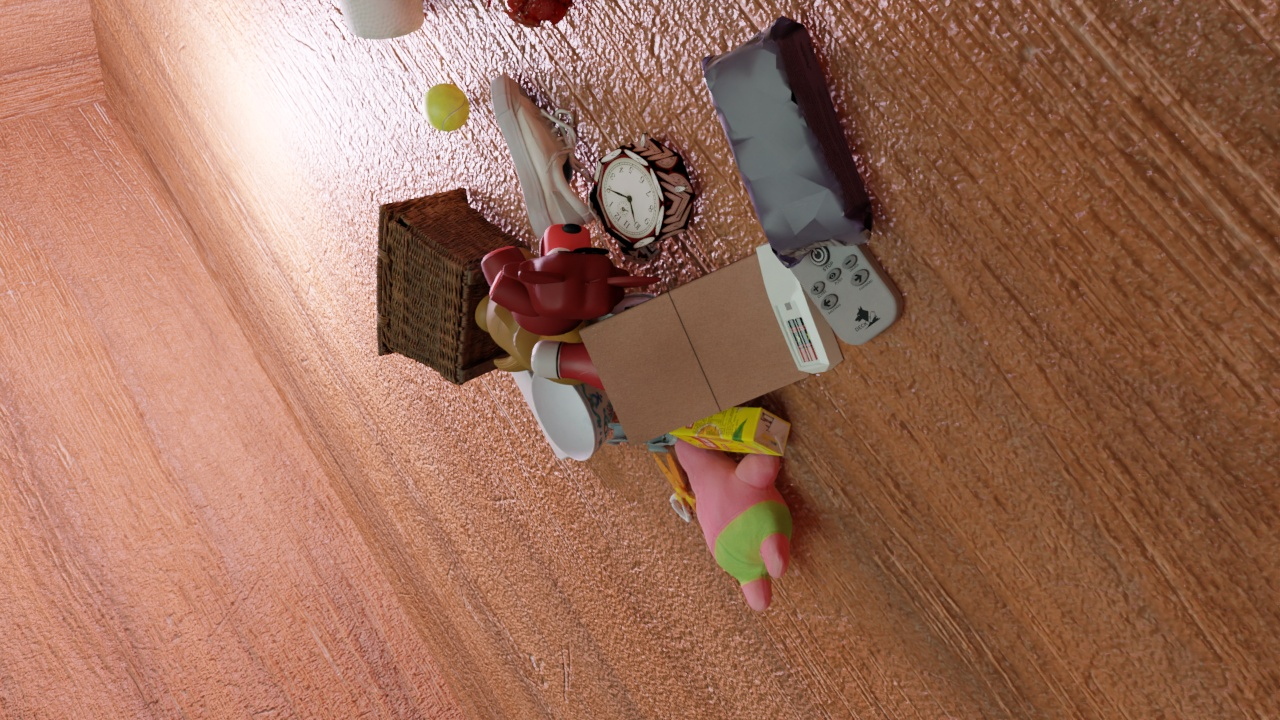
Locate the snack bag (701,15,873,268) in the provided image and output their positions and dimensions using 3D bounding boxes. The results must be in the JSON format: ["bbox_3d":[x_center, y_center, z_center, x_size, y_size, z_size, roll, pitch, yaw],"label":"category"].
[{"bbox_3d":[0.127,-0.187,0.809,0.097,0.058,0.205,-16,101,40],"label":"snack bag"}]

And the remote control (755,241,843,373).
[{"bbox_3d":[0.157,-0.053,0.929,0.050,0.024,0.143,-14,101,57],"label":"remote control"}]

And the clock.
[{"bbox_3d":[-0.001,-0.173,1.022,0.114,0.064,0.155,54,139,13],"label":"clock"}]

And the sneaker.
[{"bbox_3d":[-0.114,-0.257,1.127,0.089,0.091,0.242,65,-175,-67],"label":"sneaker"}]

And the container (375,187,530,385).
[{"bbox_3d":[-0.272,-0.098,1.357,0.183,0.161,0.250,29,126,29],"label":"container"}]

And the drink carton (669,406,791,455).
[{"bbox_3d":[0.100,0.077,1.054,0.135,0.058,0.043,-1,68,49],"label":"drink carton"}]

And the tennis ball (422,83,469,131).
[{"bbox_3d":[-0.270,-0.351,1.274,0.065,0.065,0.065,34,138,37],"label":"tennis ball"}]

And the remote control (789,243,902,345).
[{"bbox_3d":[0.181,-0.087,0.863,0.151,0.019,0.074,57,135,10],"label":"remote control"}]

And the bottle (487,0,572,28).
[{"bbox_3d":[-0.117,-0.421,0.984,0.099,0.098,0.111,46,139,25],"label":"bottle"}]

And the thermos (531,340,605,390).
[{"bbox_3d":[-0.006,0.006,1.039,0.240,0.073,0.073,4,124,9],"label":"thermos"}]

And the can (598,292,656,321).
[{"bbox_3d":[0.001,-0.005,1.124,0.088,0.087,0.140,21,129,47],"label":"can"}]

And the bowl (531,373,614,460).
[{"bbox_3d":[-0.082,0.061,1.300,0.144,0.074,0.144,34,138,37],"label":"bowl"}]

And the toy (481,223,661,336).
[{"bbox_3d":[-0.085,-0.091,1.027,0.197,0.158,0.120,175,98,-68],"label":"toy"}]

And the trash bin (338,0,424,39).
[{"bbox_3d":[-0.353,-0.524,1.215,0.133,0.133,0.162,37,144,35],"label":"trash bin"}]

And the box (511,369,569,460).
[{"bbox_3d":[-0.155,0.058,1.445,0.209,0.033,0.065,62,148,3],"label":"box"}]

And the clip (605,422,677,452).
[{"bbox_3d":[-0.020,0.093,1.172,0.167,0.127,0.028,121,158,-78],"label":"clip"}]

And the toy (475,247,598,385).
[{"bbox_3d":[-0.123,-0.045,1.194,0.203,0.162,0.199,43,113,44],"label":"toy"}]

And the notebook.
[{"bbox_3d":[0.056,-0.009,0.983,0.209,0.008,0.141,-23,95,13],"label":"notebook"}]

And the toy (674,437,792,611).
[{"bbox_3d":[0.111,0.176,1.104,0.236,0.096,0.193,57,142,36],"label":"toy"}]

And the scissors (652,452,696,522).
[{"bbox_3d":[0.048,0.172,1.240,0.133,0.012,0.097,54,150,-3],"label":"scissors"}]
